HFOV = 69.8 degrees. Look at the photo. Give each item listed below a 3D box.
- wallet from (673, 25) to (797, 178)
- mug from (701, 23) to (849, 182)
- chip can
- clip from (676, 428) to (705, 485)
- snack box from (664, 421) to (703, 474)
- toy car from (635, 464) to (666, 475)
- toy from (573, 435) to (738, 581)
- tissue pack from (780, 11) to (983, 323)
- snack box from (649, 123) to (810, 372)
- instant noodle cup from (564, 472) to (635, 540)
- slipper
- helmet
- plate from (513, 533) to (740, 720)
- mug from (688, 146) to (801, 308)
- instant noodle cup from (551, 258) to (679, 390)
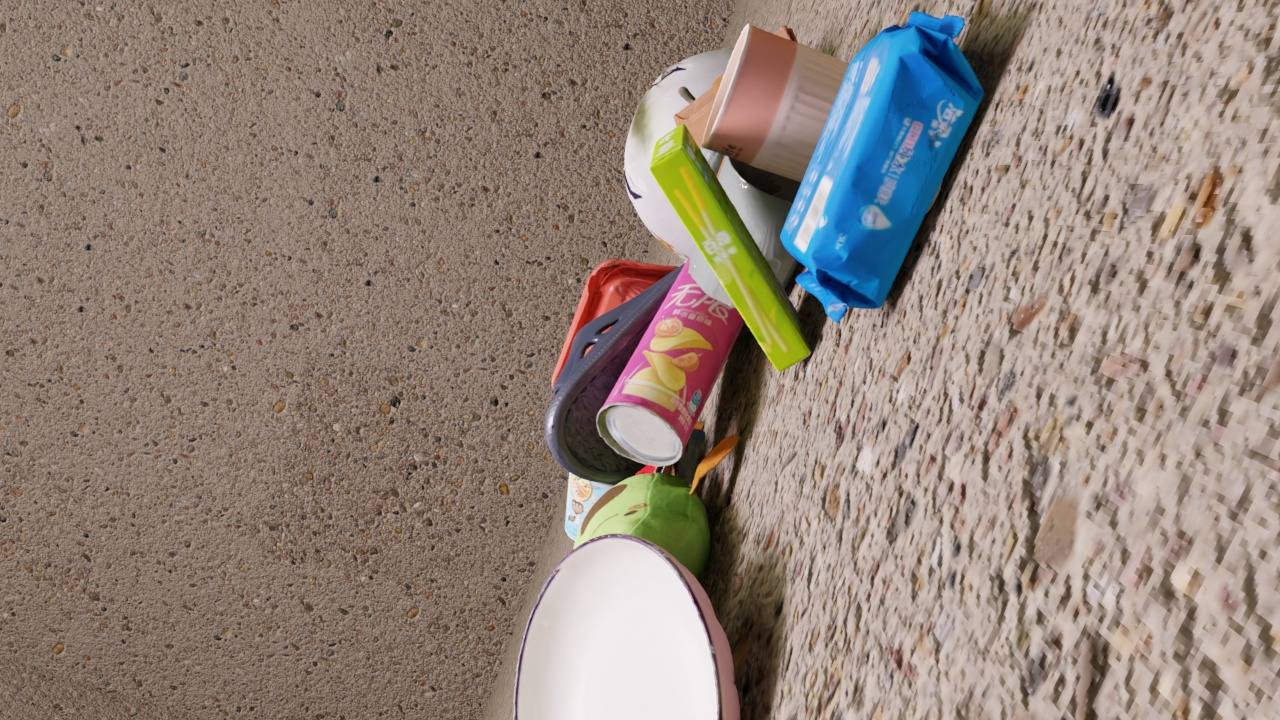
[{"bbox_3d":[0.088,-0.188,0.731,0.131,0.035,0.119,-30,78,44],"label":"wallet"},{"bbox_3d":[0.105,-0.168,0.608,0.114,0.106,0.082,-78,8,-56],"label":"mug"},{"bbox_3d":[0.039,-0.017,0.731,0.209,0.071,0.072,-60,-3,-37],"label":"chip can"},{"bbox_3d":[0.041,0.088,0.823,0.042,0.026,0.058,129,160,-54],"label":"clip"},{"bbox_3d":[0.020,0.133,0.878,0.075,0.026,0.153,131,157,-76],"label":"snack box"},{"bbox_3d":[0.010,0.084,0.844,0.106,0.031,0.049,-120,49,-78],"label":"toy car"},{"bbox_3d":[-0.003,0.142,0.682,0.227,0.090,0.247,-52,0,-3],"label":"toy"},{"bbox_3d":[0.123,-0.101,0.474,0.094,0.052,0.157,-91,21,-71],"label":"tissue pack"},{"bbox_3d":[0.058,-0.074,0.593,0.026,0.156,0.085,-30,19,14],"label":"snack box"},{"bbox_3d":[-0.038,0.151,1.065,0.111,0.111,0.120,-95,17,-78],"label":"instant noodle cup"},{"bbox_3d":[-0.005,0.005,0.803,0.083,0.111,0.267,-3,34,42],"label":"slipper"},{"bbox_3d":[0.064,-0.205,0.907,0.274,0.157,0.230,-101,30,-80],"label":"helmet"},{"bbox_3d":[-0.007,0.195,0.514,0.193,0.039,0.192,-22,62,49],"label":"plate"},{"bbox_3d":[0.078,-0.115,0.696,0.124,0.083,0.104,54,142,32],"label":"mug"},{"bbox_3d":[0.005,-0.020,0.982,0.188,0.079,0.165,0,-63,-47],"label":"instant noodle cup"}]
